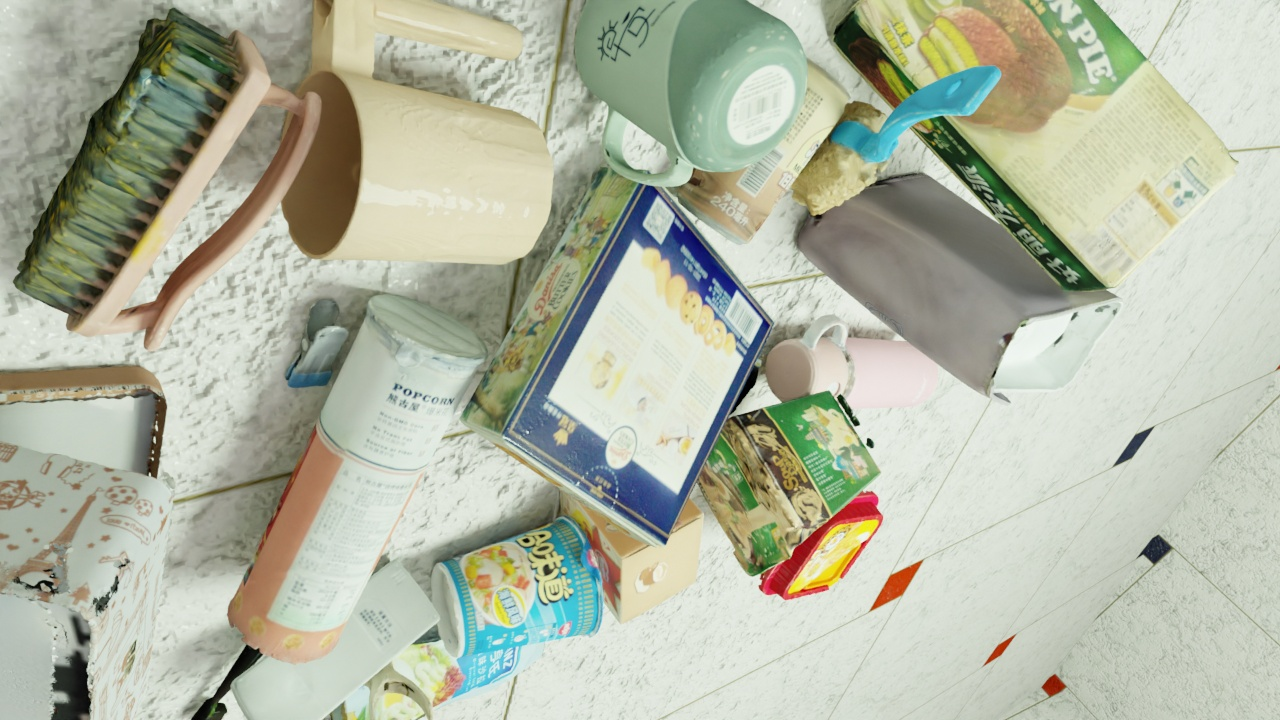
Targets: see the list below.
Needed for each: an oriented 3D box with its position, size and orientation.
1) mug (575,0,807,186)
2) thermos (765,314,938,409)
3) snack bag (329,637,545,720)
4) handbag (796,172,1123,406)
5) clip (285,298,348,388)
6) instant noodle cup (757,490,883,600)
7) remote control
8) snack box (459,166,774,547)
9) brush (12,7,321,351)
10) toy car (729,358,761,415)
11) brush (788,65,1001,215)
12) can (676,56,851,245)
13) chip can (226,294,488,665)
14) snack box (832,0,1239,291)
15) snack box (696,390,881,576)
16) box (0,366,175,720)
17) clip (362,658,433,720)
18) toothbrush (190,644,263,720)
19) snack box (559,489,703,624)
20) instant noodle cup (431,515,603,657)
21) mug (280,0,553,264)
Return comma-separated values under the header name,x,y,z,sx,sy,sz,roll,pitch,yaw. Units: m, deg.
name,x,y,z,sx,sy,sz,roll,pitch,yaw
mug,0.021,-0.143,0.485,0.082,0.106,0.112,4,123,-47
thermos,0.196,0.003,0.828,0.198,0.067,0.087,4,118,-44
snack bag,-0.159,0.255,0.762,0.190,0.039,0.110,-14,123,-35
handbag,0.230,-0.057,0.690,0.144,0.197,0.099,-4,128,-41
clip,-0.179,-0.007,0.506,0.024,0.027,0.056,-2,137,-39
instant noodle cup,0.139,0.141,0.858,0.116,0.123,0.116,3,124,-45
remote control,-0.203,0.196,0.618,0.134,0.056,0.019,-37,179,-38
snack box,-0.003,0.003,0.584,0.178,0.046,0.182,43,70,-45
brush,-0.199,-0.068,0.386,0.073,0.063,0.146,28,105,-42
toy car,0.030,0.020,0.706,0.155,0.041,0.071,-2,127,-44
brush,0.141,-0.133,0.538,0.083,0.046,0.254,-52,-174,0
can,0.077,-0.135,0.586,0.058,0.058,0.116,19,111,-50
chip can,-0.166,0.071,0.532,0.071,0.071,0.215,12,112,-49
snack box,0.246,-0.165,0.583,0.114,0.240,0.063,-45,-177,0
snack box,0.117,0.090,0.736,0.105,0.118,0.118,-22,165,-26
box,-0.303,0.100,0.438,0.148,0.157,0.182,18,122,-12
clip,-0.194,0.222,0.644,0.076,0.103,0.035,-8,133,-25
toothbrush,-0.240,0.172,0.612,0.213,0.026,0.027,-52,145,11
snack box,-0.009,0.137,0.738,0.076,0.094,0.093,-24,139,-25
instant noodle cup,-0.098,0.177,0.703,0.109,0.099,0.099,-8,131,-27
mug,-0.104,-0.107,0.436,0.103,0.084,0.125,-2,100,-44
